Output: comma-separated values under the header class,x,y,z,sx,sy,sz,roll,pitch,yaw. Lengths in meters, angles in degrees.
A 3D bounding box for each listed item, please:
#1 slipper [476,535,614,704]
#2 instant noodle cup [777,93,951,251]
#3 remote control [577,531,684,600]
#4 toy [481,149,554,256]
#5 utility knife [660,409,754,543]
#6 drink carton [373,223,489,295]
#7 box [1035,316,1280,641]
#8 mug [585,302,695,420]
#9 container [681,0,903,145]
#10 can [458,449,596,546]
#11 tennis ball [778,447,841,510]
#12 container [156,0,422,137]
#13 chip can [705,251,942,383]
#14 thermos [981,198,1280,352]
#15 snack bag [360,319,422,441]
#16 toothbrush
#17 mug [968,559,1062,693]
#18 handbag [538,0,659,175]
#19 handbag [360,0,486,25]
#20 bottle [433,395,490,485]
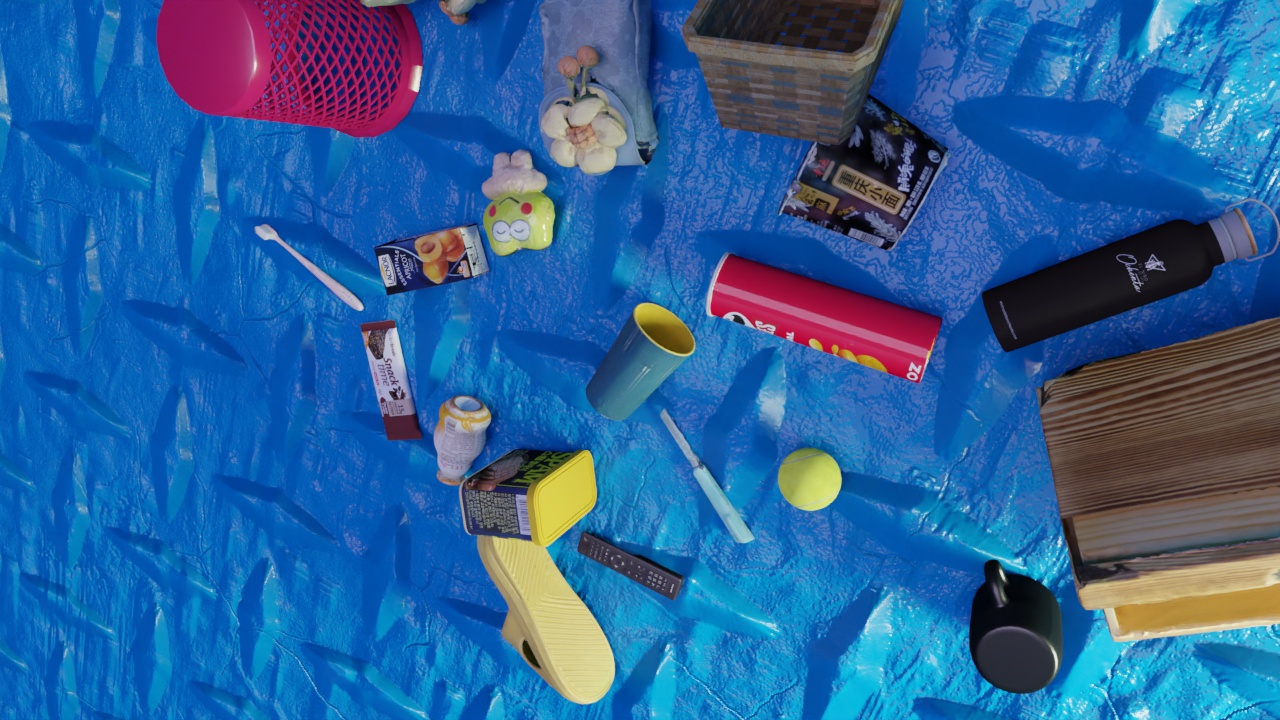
class,x,y,z,sx,sy,sz,roll,pitch,yaw
slipper,-0.130,0.311,1.127,0.079,0.099,0.263,-25,96,32
instant noodle cup,0.206,-0.170,0.838,0.112,0.137,0.137,29,114,4
remote control,-0.013,0.245,1.107,0.136,0.015,0.032,23,112,19
toy,-0.139,-0.176,1.024,0.092,0.046,0.115,-4,95,27
utility knife,0.072,0.132,1.037,0.022,0.015,0.179,-32,92,26
drink carton,-0.250,-0.120,1.090,0.130,0.040,0.064,-8,101,25
box,0.464,0.086,0.688,0.280,0.314,0.282,-17,89,28
mug,-0.006,0.006,1.006,0.078,0.078,0.122,43,122,7
container,0.139,-0.318,0.736,0.158,0.249,0.187,14,146,19
can,-0.129,0.154,1.065,0.104,0.135,0.075,1,105,26
tennis ball,0.177,0.124,0.962,0.065,0.065,0.065,6,107,21
container,-0.376,-0.329,0.979,0.183,0.225,0.183,6,107,21
chip can,0.180,-0.044,0.911,0.221,0.069,0.069,19,111,17
thermos,0.424,-0.075,0.802,0.232,0.061,0.061,-23,95,27
snack bag,-0.320,0.027,1.177,0.057,0.013,0.158,-4,103,23
toothbrush,-0.425,-0.119,1.178,0.181,0.018,0.016,38,116,9
mug,0.364,0.254,0.904,0.085,0.094,0.121,-18,97,26
handbag,-0.047,-0.284,0.913,0.122,0.118,0.192,9,113,21
handbag,-0.208,-0.411,0.959,0.187,0.113,0.117,-17,111,29
bottle,-0.223,0.100,1.128,0.063,0.063,0.109,24,112,15
